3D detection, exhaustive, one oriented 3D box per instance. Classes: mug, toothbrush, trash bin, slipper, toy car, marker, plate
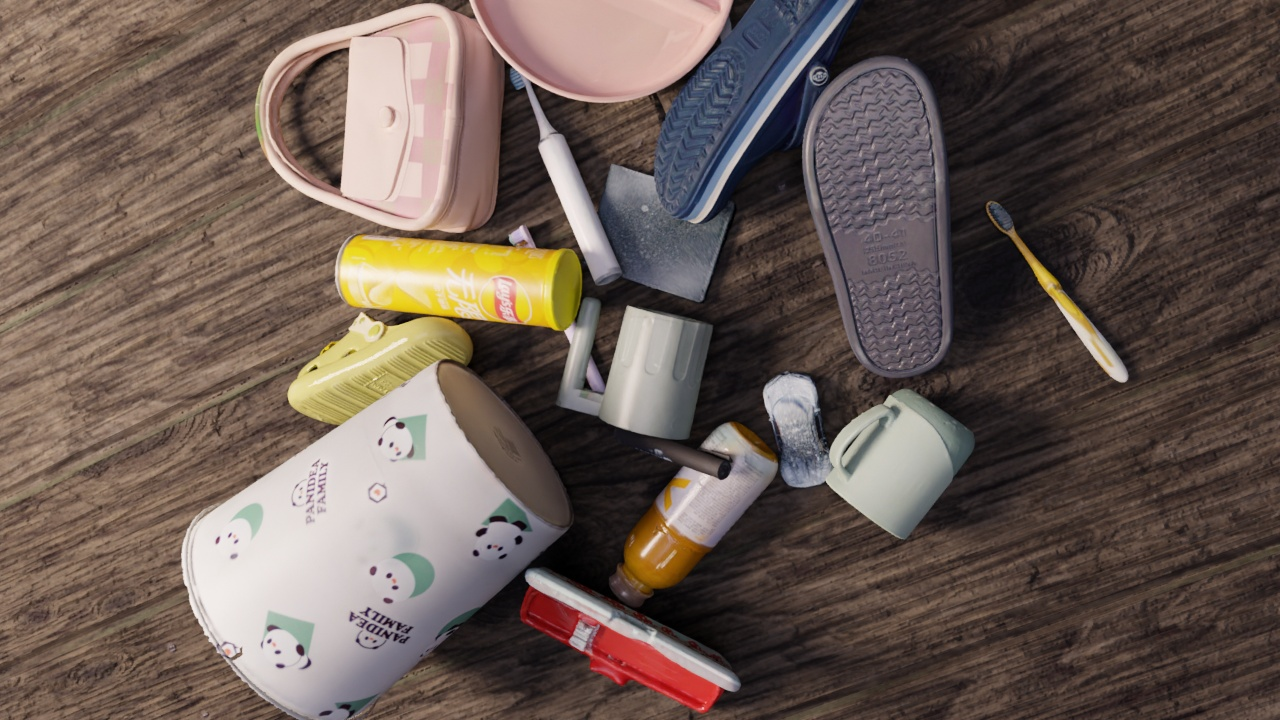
[{"bbox_3d":[0.212,0.078,0.771,0.111,0.082,0.106,31,99,-29],"label":"mug"},{"bbox_3d":[-0.070,-0.172,0.823,0.026,0.026,0.221,-26,82,21],"label":"toothbrush"},{"bbox_3d":[-0.212,0.145,0.796,0.252,0.229,0.229,-38,88,6],"label":"trash bin"},{"bbox_3d":[-0.005,0.005,0.810,0.124,0.083,0.103,15,96,8],"label":"mug"},{"bbox_3d":[-0.240,-0.002,0.858,0.191,0.091,0.081,-24,51,20],"label":"slipper"},{"bbox_3d":[0.141,0.062,0.817,0.049,0.031,0.105,-14,92,10],"label":"toy car"},{"bbox_3d":[0.026,0.077,0.806,0.132,0.020,0.022,15,63,46],"label":"marker"},{"bbox_3d":[-0.033,-0.333,0.772,0.229,0.028,0.229,-1,97,-6],"label":"plate"},{"bbox_3d":[0.353,-0.058,0.775,0.016,0.018,0.191,-37,89,12],"label":"toothbrush"},{"bbox_3d":[-0.071,-0.037,0.849,0.021,0.029,0.189,-28,92,-27],"label":"toothbrush"},{"bbox_3d":[0.202,-0.118,0.772,0.111,0.083,0.268,-8,112,15],"label":"slipper"},{"bbox_3d":[0.105,-0.224,0.767,0.095,0.105,0.253,25,111,-30],"label":"slipper"}]

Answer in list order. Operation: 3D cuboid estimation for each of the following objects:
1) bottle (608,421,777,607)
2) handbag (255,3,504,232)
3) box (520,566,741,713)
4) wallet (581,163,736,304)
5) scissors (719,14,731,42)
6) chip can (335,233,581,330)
[{"bbox_3d":[0.043,0.142,0.822,0.068,0.068,0.190,40,101,4],"label":"bottle"},{"bbox_3d":[-0.245,-0.220,0.836,0.234,0.093,0.193,9,96,16],"label":"handbag"},{"bbox_3d":[-0.012,0.244,0.813,0.201,0.161,0.060,26,60,6],"label":"box"},{"bbox_3d":[0.016,-0.114,0.828,0.121,0.019,0.097,19,98,6],"label":"wallet"},{"bbox_3d":[0.072,-0.329,0.800,0.162,0.012,0.176,-24,93,12],"label":"scissors"},{"bbox_3d":[-0.163,-0.072,0.821,0.213,0.072,0.072,7,97,16],"label":"chip can"}]
